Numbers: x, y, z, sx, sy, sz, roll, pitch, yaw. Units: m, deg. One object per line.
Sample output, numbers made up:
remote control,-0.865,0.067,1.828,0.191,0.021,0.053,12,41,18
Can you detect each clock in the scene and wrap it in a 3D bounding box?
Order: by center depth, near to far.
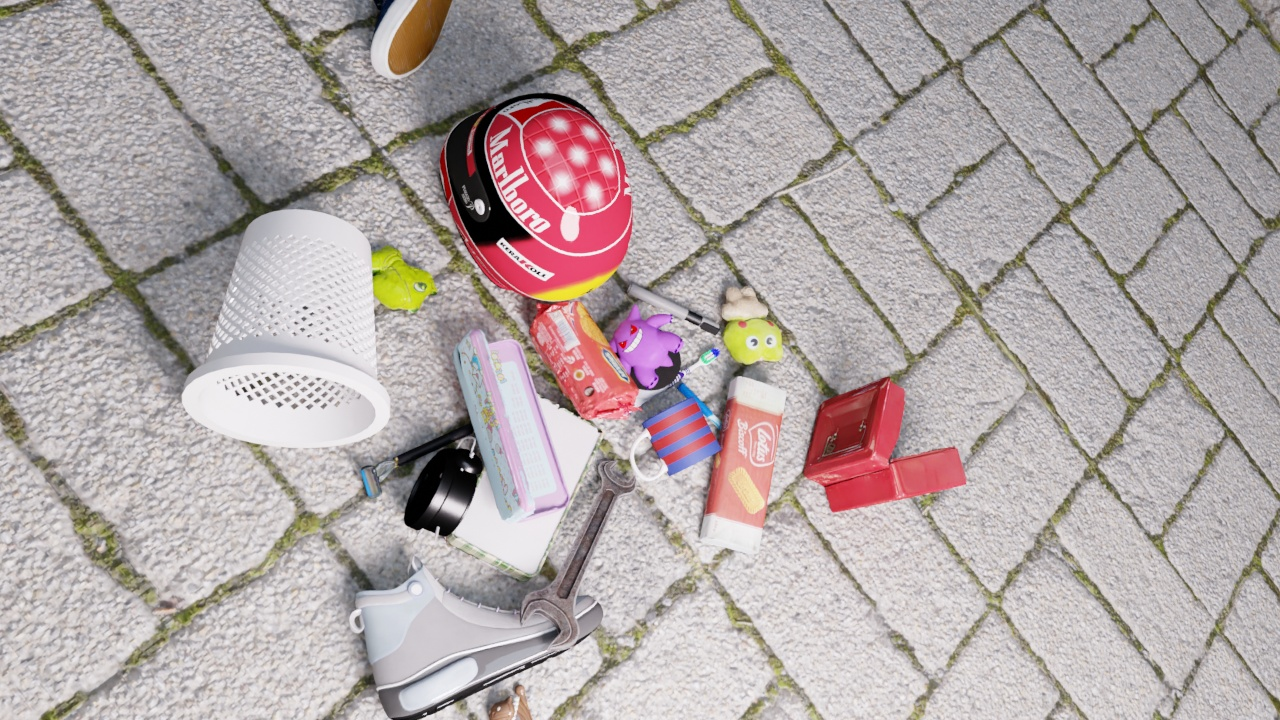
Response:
clock,-0.214,0.138,1.014,0.042,0.091,0.120,30,71,-24
clock,-0.007,0.007,1.178,0.122,0.035,0.094,-24,72,-25

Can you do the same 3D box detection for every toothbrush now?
toothbrush,0.037,0.029,1.210,0.186,0.016,0.015,-31,84,-30

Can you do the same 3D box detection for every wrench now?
wrench,-0.064,0.212,1.048,0.070,0.010,0.272,27,42,1

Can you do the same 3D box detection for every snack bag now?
snack bag,-0.071,0.002,1.117,0.082,0.083,0.176,-20,65,-29
snack bag,0.136,0.134,1.196,0.077,0.041,0.225,18,73,-14

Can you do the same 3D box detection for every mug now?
mug,0.035,0.104,1.156,0.111,0.075,0.076,-26,85,-13

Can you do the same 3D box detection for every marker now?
marker,0.102,0.083,1.224,0.142,0.013,0.013,45,60,-5
marker,0.045,-0.070,1.248,0.140,0.016,0.016,24,64,-16

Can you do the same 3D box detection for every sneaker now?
sneaker,-0.175,0.271,0.996,0.256,0.093,0.160,-19,73,-30
sneaker,-0.315,-0.494,1.190,0.127,0.121,0.293,12,64,3

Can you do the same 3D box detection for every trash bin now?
trash bin,-0.358,-0.038,0.965,0.195,0.196,0.199,8,60,-22

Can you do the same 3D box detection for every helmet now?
helmet,-0.121,-0.206,1.099,0.197,0.225,0.271,-26,86,-30

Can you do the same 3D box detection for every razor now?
razor,-0.253,0.106,1.049,0.144,0.022,0.043,-28,128,-34

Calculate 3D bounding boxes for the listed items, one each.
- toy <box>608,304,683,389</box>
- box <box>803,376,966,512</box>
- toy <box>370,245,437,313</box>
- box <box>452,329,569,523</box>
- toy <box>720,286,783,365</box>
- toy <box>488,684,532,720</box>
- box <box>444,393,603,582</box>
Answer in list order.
toy,0.003,-0.018,1.138,0.088,0.056,0.106,37,97,13
box,0.329,0.139,1.230,0.165,0.158,0.151,32,65,-15
toy,-0.293,-0.098,1.091,0.094,0.036,0.093,-12,70,-29
box,-0.140,0.068,1.020,0.089,0.093,0.214,-13,76,-25
toy,0.152,-0.050,1.275,0.092,0.043,0.117,-6,74,-25
toy,-0.130,0.406,0.991,0.054,0.042,0.101,-1,63,-48
box,-0.134,0.144,1.075,0.117,0.050,0.205,28,62,-9
